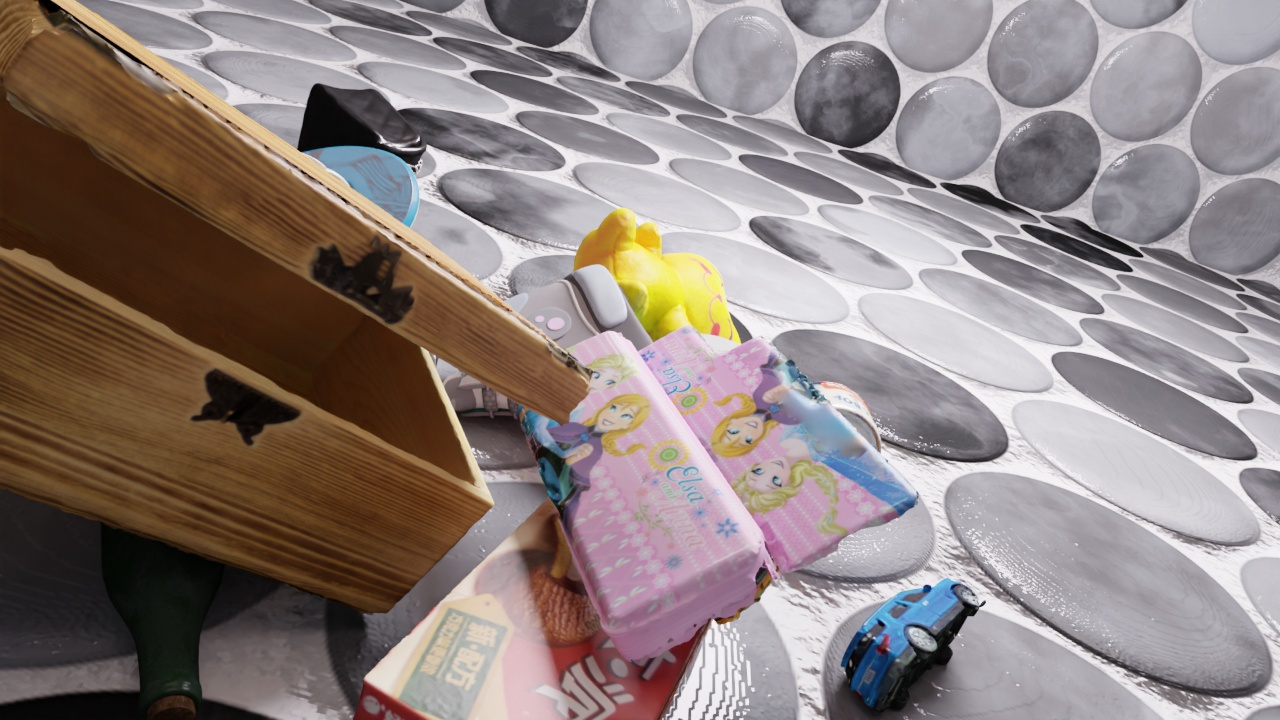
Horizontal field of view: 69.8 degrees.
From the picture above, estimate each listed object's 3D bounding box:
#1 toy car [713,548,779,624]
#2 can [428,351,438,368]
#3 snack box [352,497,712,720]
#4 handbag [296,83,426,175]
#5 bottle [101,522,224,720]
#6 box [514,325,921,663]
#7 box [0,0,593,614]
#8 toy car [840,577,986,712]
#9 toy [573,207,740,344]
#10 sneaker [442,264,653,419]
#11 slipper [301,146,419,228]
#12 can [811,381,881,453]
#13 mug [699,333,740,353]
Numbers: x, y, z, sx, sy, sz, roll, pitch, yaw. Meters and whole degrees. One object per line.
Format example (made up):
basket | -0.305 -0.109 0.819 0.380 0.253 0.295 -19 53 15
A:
toy car | 0.046 0.096 0.491 0.047 0.047 0.112 31 14 -30
can | -0.209 -0.020 0.678 0.127 0.064 0.064 35 29 32
snack box | -0.032 0.141 0.468 0.113 0.060 0.235 26 25 12
handbag | -0.246 -0.160 0.849 0.125 0.154 0.114 40 28 29
bottle | -0.222 0.099 0.430 0.055 0.055 0.174 3 30 -31
box | 0.024 0.041 0.499 0.159 0.035 0.230 -26 34 -6
box | -0.207 -0.047 0.461 0.279 0.176 0.247 35 11 -42
toy car | 0.167 0.168 0.563 0.043 0.056 0.120 35 30 33
toy | 0.017 -0.052 0.851 0.193 0.088 0.134 16 50 -53
sneaker | -0.054 0.040 0.659 0.160 0.093 0.256 -15 49 -16
slipper | -0.308 -0.107 0.688 0.294 0.060 0.118 -14 77 -22
can | 0.145 0.064 0.729 0.086 0.086 0.043 16 25 -7
mug | 0.050 0.026 0.760 0.113 0.071 0.084 -3 33 -43
